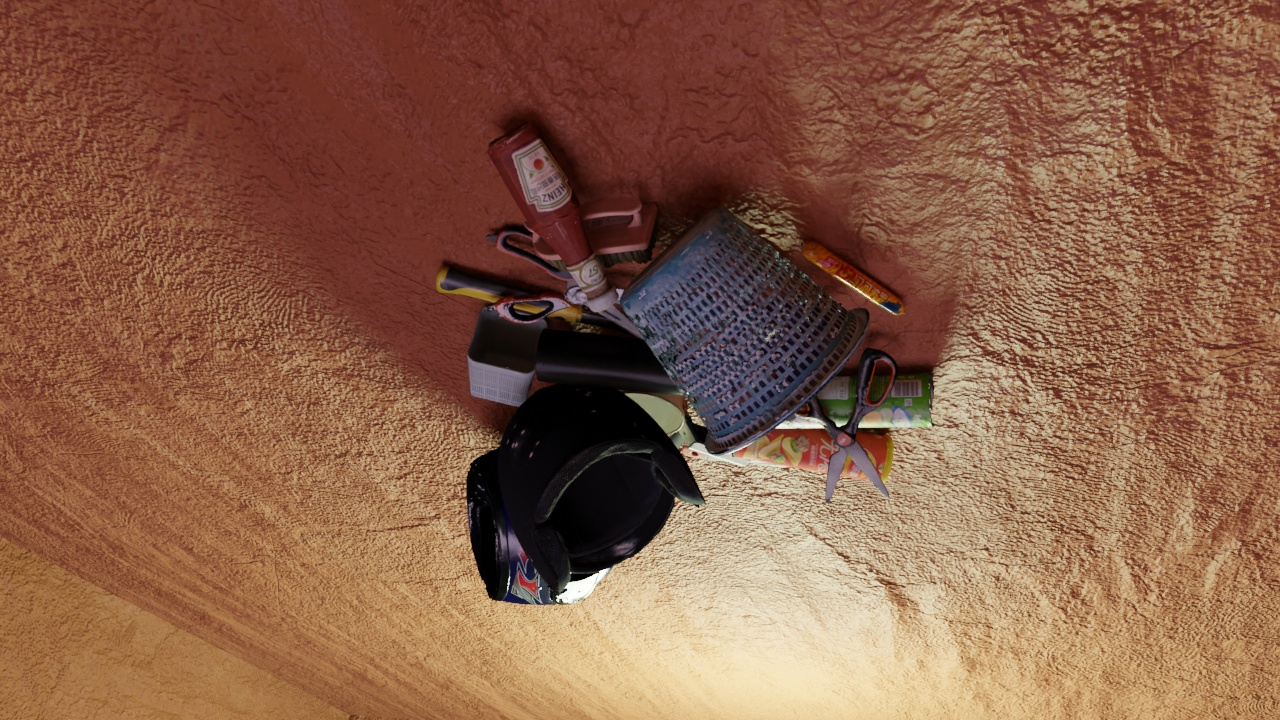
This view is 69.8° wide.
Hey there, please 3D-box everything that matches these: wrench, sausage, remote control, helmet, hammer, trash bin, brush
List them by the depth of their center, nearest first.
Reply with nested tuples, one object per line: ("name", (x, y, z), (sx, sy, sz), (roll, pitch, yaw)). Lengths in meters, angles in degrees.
("trash bin", (0.094, -0.045, 0.972), (0.195, 0.225, 0.227), (48, 137, -6))
("brush", (-0.054, -0.141, 1.008), (0.146, 0.063, 0.073), (-4, 143, 24))
("sausage", (0.241, -0.091, 1.029), (0.165, 0.021, 0.022), (28, 142, -24))
("hammer", (-0.096, -0.065, 1.153), (0.323, 0.031, 0.126), (15, 145, -5))
("helmet", (-0.062, 0.159, 1.186), (0.233, 0.230, 0.275), (-28, 147, -10))
("remote control", (0.107, 0.121, 1.322), (0.124, 0.049, 0.024), (22, 116, -38))
("wrench", (0.198, 0.147, 1.385), (0.274, 0.016, 0.056), (3, 145, 12))
("helmet", (-0.134, 0.240, 1.417), (0.240, 0.247, 0.316), (-12, 151, -19))

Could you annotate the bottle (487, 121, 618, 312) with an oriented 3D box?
("bottle", (-0.084, -0.144, 0.951), (0.060, 0.059, 0.206), (-16, 114, 34))

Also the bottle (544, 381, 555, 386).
("bottle", (-0.083, 0.038, 1.275), (0.067, 0.066, 0.149), (-4, 150, 20))

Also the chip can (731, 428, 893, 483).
("chip can", (0.239, 0.121, 1.289), (0.216, 0.073, 0.073), (10, 146, 3))

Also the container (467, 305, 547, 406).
("container", (-0.179, 0.000, 1.220), (0.090, 0.089, 0.112), (14, 148, -3))

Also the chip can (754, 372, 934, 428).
("chip can", (0.257, 0.054, 1.187), (0.236, 0.072, 0.072), (-2, 143, 18))

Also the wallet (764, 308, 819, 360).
("wallet", (0.193, -0.031, 1.123), (0.101, 0.032, 0.125), (29, 142, -29))

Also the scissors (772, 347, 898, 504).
("scissors", (0.254, 0.077, 1.145), (0.221, 0.021, 0.229), (36, 118, -2))

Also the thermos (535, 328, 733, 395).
("thermos", (-0.007, 0.007, 1.128), (0.243, 0.089, 0.068), (6, 104, 8))

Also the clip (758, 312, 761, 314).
("clip", (0.132, -0.070, 1.091), (0.055, 0.038, 0.013), (21, 147, -31))

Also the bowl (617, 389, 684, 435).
("bowl", (0.008, 0.051, 1.262), (0.113, 0.062, 0.114), (9, 145, 6))

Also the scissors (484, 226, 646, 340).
("scissors", (-0.091, -0.085, 1.095), (0.227, 0.015, 0.189), (-14, 120, 18))

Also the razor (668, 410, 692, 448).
("razor", (0.029, 0.126, 1.380), (0.067, 0.062, 0.168), (44, 138, 7))
